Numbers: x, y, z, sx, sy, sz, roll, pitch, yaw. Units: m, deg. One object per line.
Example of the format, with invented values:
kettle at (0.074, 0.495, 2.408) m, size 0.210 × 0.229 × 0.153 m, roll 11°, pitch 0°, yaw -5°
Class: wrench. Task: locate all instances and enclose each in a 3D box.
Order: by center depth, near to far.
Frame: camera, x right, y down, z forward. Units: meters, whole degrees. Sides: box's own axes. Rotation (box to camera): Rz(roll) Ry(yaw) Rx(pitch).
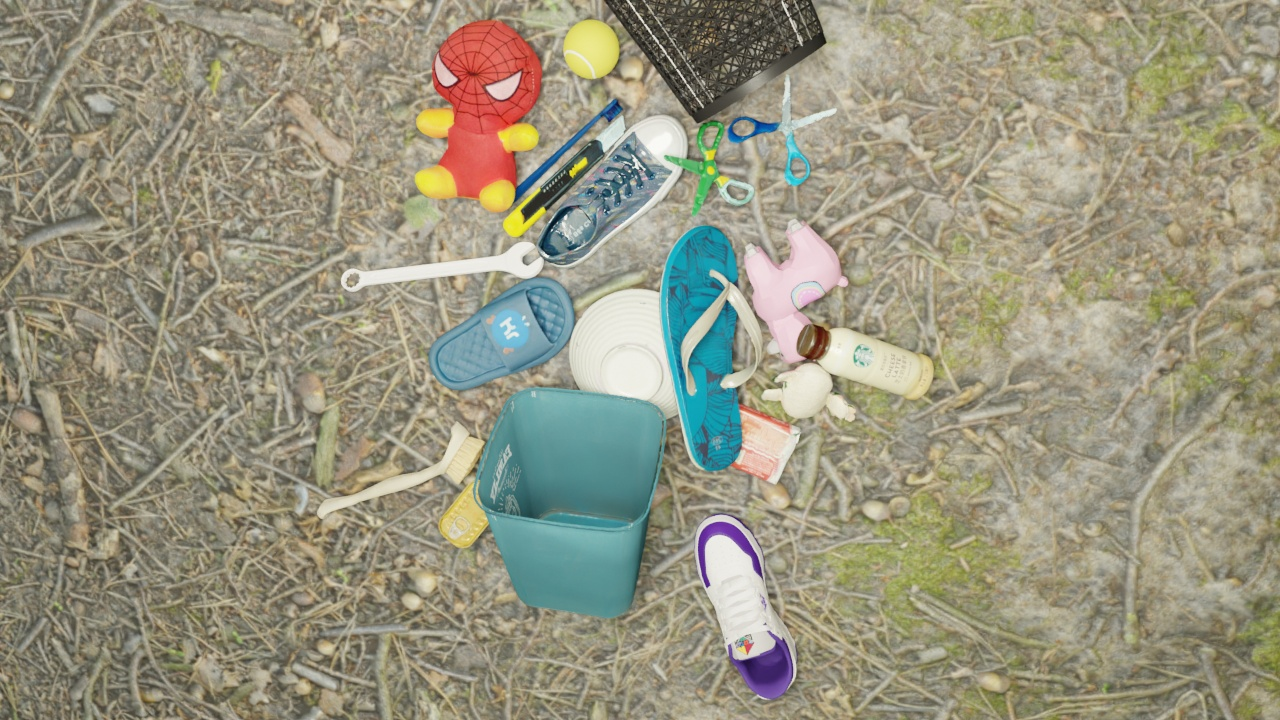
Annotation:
wrench at (-0.256, -0.116, 1.172) m, size 0.274 × 0.009 × 0.047 m, roll -5°, pitch 73°, yaw 11°

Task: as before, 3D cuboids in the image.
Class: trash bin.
trash bin at (0.067, -0.402, 0.975) m, size 0.217 × 0.216 × 0.243 m, roll -29°, pitch 103°, yaw 14°
trash bin at (-0.075, 0.180, 1.097) m, size 0.199 × 0.196 × 0.219 m, roll 7°, pitch 135°, yaw 8°

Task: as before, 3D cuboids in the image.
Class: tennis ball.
tennis ball at (-0.057, -0.362, 1.067) m, size 0.065 × 0.065 × 0.065 m, roll 2°, pitch 102°, yaw 8°

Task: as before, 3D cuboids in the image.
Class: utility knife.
utility knife at (-0.092, -0.226, 1.128) m, size 0.203 × 0.020 × 0.029 m, roll -41°, pitch 95°, yaw 14°

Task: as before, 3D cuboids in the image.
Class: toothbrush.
toothbrush at (-0.097, -0.250, 1.124) m, size 0.190 × 0.016 × 0.017 m, roll -39°, pitch 101°, yaw 14°

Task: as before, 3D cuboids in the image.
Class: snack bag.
snack bag at (0.134, 0.099, 1.152) m, size 0.116 × 0.036 × 0.077 m, roll 22°, pitch 104°, yaw 4°

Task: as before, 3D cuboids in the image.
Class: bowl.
bowl at (-0.007, 0.007, 1.116) m, size 0.177 × 0.070 × 0.177 m, roll 2°, pitch 108°, yaw 8°

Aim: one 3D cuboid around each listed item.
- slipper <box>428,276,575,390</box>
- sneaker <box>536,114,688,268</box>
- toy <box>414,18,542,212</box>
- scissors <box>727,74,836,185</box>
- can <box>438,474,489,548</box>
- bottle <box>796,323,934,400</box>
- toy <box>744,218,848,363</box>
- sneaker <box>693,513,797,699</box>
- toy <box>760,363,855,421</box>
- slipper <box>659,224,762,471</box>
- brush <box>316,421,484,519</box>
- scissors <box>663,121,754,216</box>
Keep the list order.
slipper at (-0.177, -0.025, 1.164) m, size 0.214 × 0.059 × 0.104 m, roll -28°, pitch 99°, yaw 15°
sneaker at (-0.035, -0.195, 1.093) m, size 0.236 × 0.079 × 0.087 m, roll -43°, pitch 92°, yaw 15°
toy at (-0.187, -0.291, 1.087) m, size 0.147 × 0.098 × 0.216 m, roll 13°, pitch 105°, yaw -2°
scissors at (0.164, -0.271, 1.079) m, size 0.133 × 0.014 × 0.127 m, roll 3°, pitch 101°, yaw 7°
can at (-0.217, 0.194, 1.216) m, size 0.054 × 0.059 × 0.100 m, roll 40°, pitch 105°, yaw -1°
bottle at (0.261, -0.001, 1.073) m, size 0.162 × 0.056 × 0.056 m, roll 17°, pitch 105°, yaw -17°
toy at (0.185, -0.079, 1.091) m, size 0.123 × 0.067 × 0.157 m, roll -27°, pitch 102°, yaw 11°
sneaker at (0.130, 0.320, 1.162) m, size 0.092 × 0.111 × 0.244 m, roll -23°, pitch 98°, yaw 13°
toy at (0.204, 0.040, 1.112) m, size 0.112 × 0.050 × 0.087 m, roll 11°, pitch 139°, yaw -1°
slipper at (0.085, -0.014, 1.081) m, size 0.118 × 0.060 × 0.295 m, roll -7°, pitch 93°, yaw -29°
brush at (-0.326, 0.161, 1.234) m, size 0.273 × 0.062 × 0.077 m, roll -25°, pitch 93°, yaw 17°
scissors at (0.084, -0.221, 1.078) m, size 0.131 × 0.011 × 0.125 m, roll 24°, pitch 74°, yaw -21°
